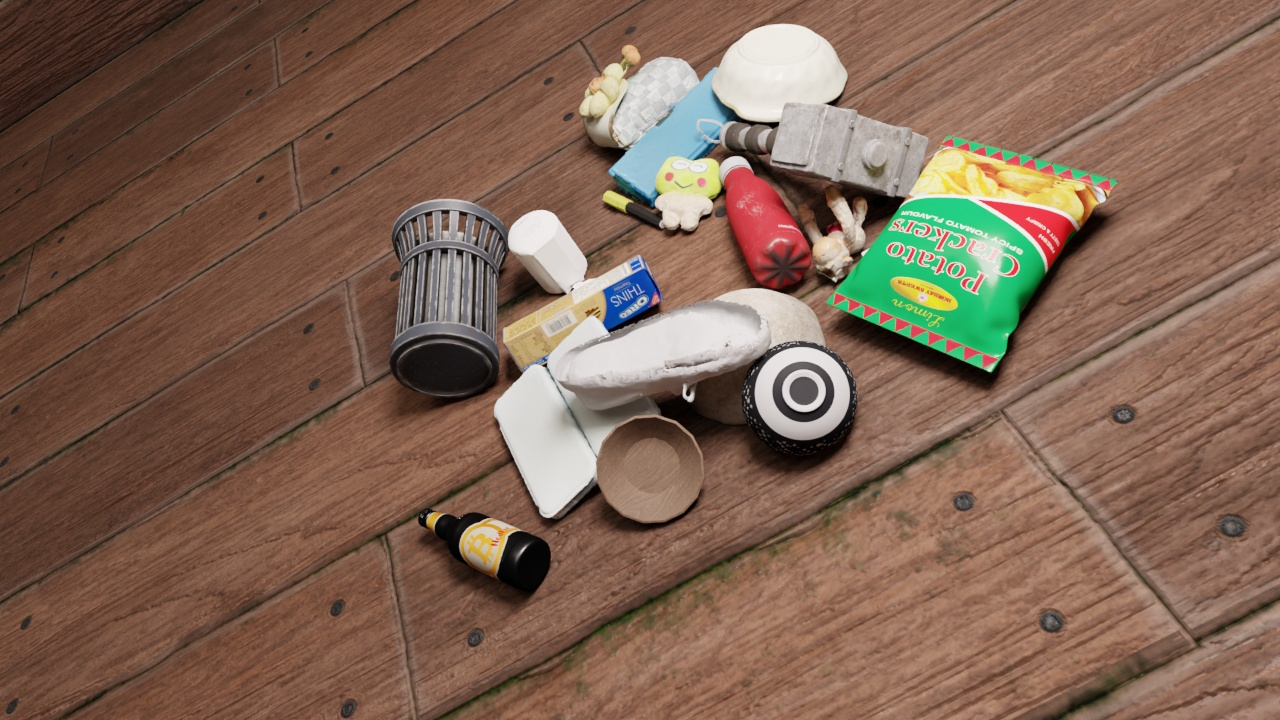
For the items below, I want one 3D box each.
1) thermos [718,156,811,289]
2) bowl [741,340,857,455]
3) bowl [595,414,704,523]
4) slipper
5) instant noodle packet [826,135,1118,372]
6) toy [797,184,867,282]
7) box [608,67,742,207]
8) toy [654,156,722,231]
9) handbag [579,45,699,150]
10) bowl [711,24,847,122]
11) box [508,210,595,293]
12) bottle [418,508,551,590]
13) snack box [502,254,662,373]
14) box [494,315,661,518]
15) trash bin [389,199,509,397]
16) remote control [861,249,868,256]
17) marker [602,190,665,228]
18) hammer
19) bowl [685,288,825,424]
[{"bbox_3d":[0.146,-0.185,1.154,0.073,0.073,0.239,-25,41,9],"label":"thermos"},{"bbox_3d":[0.164,0.035,0.939,0.120,0.066,0.120,-1,81,5],"label":"bowl"},{"bbox_3d":[0.012,0.116,0.995,0.118,0.030,0.118,0,93,7],"label":"bowl"},{"bbox_3d":[0.026,0.001,0.993,0.247,0.074,0.112,-16,54,25],"label":"slipper"},{"bbox_3d":[0.349,-0.124,0.981,0.196,0.090,0.252,29,76,37],"label":"instant noodle packet"},{"bbox_3d":[0.225,-0.142,1.088,0.085,0.074,0.106,-18,64,58],"label":"toy"},{"bbox_3d":[0.066,-0.320,1.332,0.093,0.052,0.231,39,79,26],"label":"box"},{"bbox_3d":[0.063,-0.228,1.248,0.092,0.046,0.115,8,67,9],"label":"toy"},{"bbox_3d":[-0.006,-0.398,1.368,0.171,0.123,0.112,-42,27,-9],"label":"handbag"},{"bbox_3d":[0.193,-0.416,1.280,0.188,0.060,0.218,11,48,18],"label":"bowl"},{"bbox_3d":[-0.109,-0.128,1.229,0.080,0.106,0.150,-42,48,-3],"label":"box"},{"bbox_3d":[-0.186,0.204,1.044,0.182,0.059,0.059,13,63,36],"label":"bottle"},{"bbox_3d":[-0.074,-0.058,1.178,0.207,0.057,0.056,-27,25,6],"label":"snack box"},{"bbox_3d":[-0.081,0.063,1.092,0.189,0.037,0.208,-45,47,14],"label":"box"},{"bbox_3d":[-0.260,-0.078,1.239,0.164,0.164,0.227,-18,53,16],"label":"trash bin"},{"bbox_3d":[0.322,-0.143,1.065,0.131,0.012,0.033,-29,49,7],"label":"remote control"},{"bbox_3d":[-0.009,-0.213,1.297,0.021,0.017,0.124,-10,31,-41],"label":"marker"},{"bbox_3d":[0.185,-0.274,1.160,0.326,0.176,0.079,28,109,55],"label":"hammer"},{"bbox_3d":[0.113,-0.021,1.042,0.179,0.081,0.178,-16,49,19],"label":"bowl"}]
